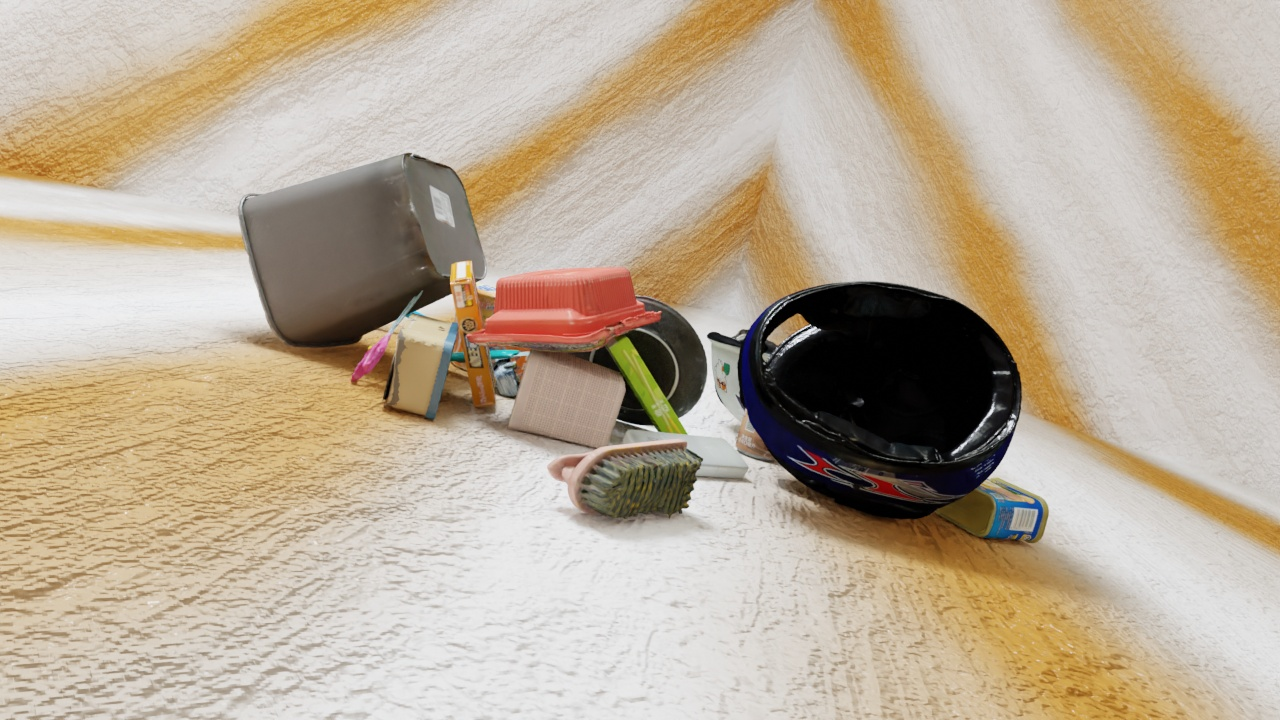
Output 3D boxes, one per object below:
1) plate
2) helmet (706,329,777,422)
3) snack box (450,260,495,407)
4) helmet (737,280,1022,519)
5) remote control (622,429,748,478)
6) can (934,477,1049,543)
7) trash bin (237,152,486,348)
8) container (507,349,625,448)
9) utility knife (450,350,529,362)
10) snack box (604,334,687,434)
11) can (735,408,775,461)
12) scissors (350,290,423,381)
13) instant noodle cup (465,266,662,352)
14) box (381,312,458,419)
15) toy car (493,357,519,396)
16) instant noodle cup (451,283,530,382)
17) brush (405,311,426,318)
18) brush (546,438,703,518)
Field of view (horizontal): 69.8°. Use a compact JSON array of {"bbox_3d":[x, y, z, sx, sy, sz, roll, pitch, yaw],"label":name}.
[{"bbox_3d":[-0.007,0.007,1.119,0.179,0.180,0.024,15,30,7],"label":"plate"},{"bbox_3d":[0.222,0.042,1.309,0.273,0.157,0.230,0,11,-25],"label":"helmet"},{"bbox_3d":[-0.190,-0.030,1.045,0.026,0.154,0.075,-9,24,-6],"label":"snack box"},{"bbox_3d":[0.245,0.046,1.023,0.315,0.247,0.241,10,-19,-6],"label":"helmet"},{"bbox_3d":[0.050,0.104,1.002,0.149,0.021,0.058,8,28,-37],"label":"remote control"},{"bbox_3d":[0.409,0.173,1.081,0.083,0.057,0.102,8,9,-24],"label":"can"},{"bbox_3d":[-0.331,-0.141,1.129,0.220,0.198,0.198,-18,-2,17],"label":"trash bin"},{"bbox_3d":[-0.080,0.041,1.016,0.111,0.090,0.090,17,7,-7],"label":"container"},{"bbox_3d":[-0.210,-0.005,1.181,0.182,0.013,0.029,-3,17,23],"label":"utility knife"},{"bbox_3d":[0.006,0.035,1.067,0.156,0.026,0.086,59,-4,-15],"label":"snack box"},{"bbox_3d":[0.163,0.065,1.169,0.058,0.116,0.058,14,8,-2],"label":"can"},{"bbox_3d":[-0.277,-0.033,1.024,0.017,0.137,0.074,40,-28,-17],"label":"scissors"},{"bbox_3d":[-0.080,-0.059,1.009,0.165,0.079,0.188,1,10,26],"label":"instant noodle cup"},{"bbox_3d":[-0.236,0.003,0.994,0.061,0.090,0.184,14,10,-13],"label":"box"},{"bbox_3d":[-0.172,0.019,1.175,0.034,0.043,0.090,-21,20,-8],"label":"toy car"},{"bbox_3d":[-0.194,-0.039,1.279,0.151,0.111,0.151,14,8,-2],"label":"instant noodle cup"},{"bbox_3d":[-0.305,-0.054,1.399,0.254,0.046,0.083,18,10,-14],"label":"brush"},{"bbox_3d":[-0.014,0.100,0.797,0.073,0.063,0.145,25,14,37],"label":"brush"}]
